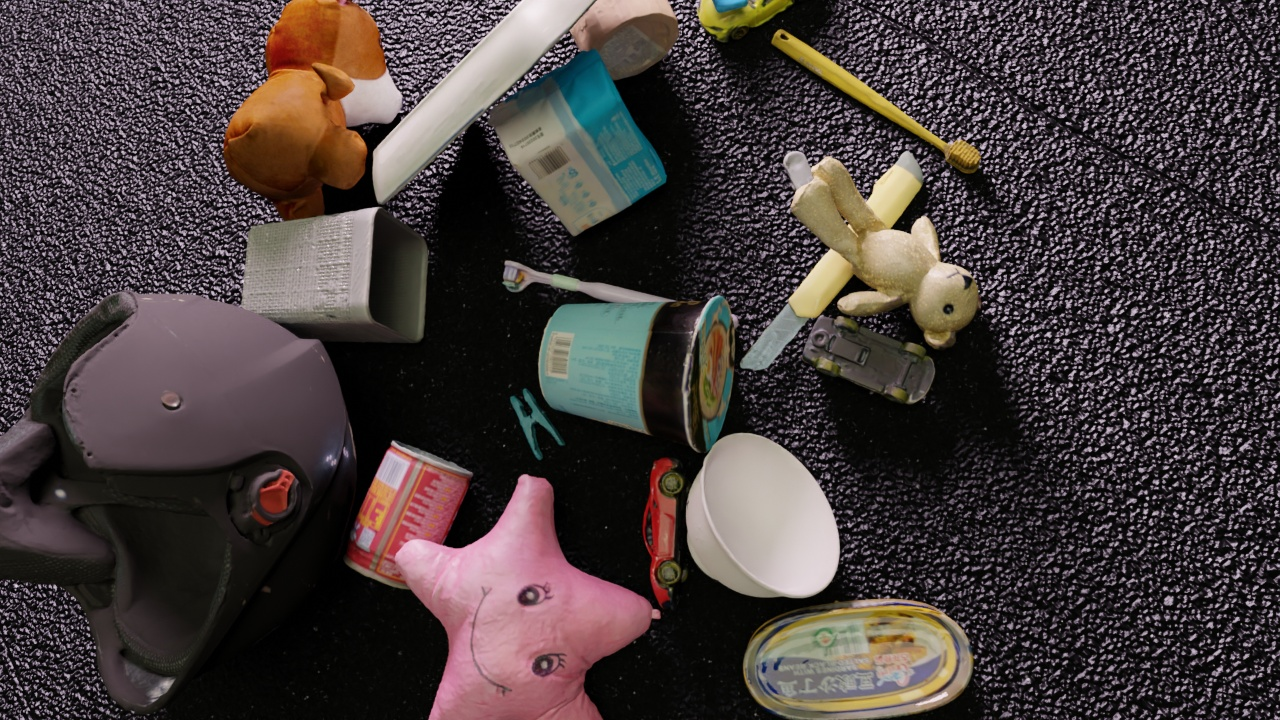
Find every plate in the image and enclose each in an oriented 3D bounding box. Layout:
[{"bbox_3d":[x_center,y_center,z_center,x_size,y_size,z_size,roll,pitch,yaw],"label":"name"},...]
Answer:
[{"bbox_3d":[-0.110,-0.205,0.656,0.267,0.161,0.034,-28,114,39],"label":"plate"}]

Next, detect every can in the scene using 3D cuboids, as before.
[{"bbox_3d":[-0.173,0.115,0.680,0.066,0.066,0.093,21,83,14],"label":"can"},{"bbox_3d":[0.143,0.199,0.611,0.148,0.049,0.074,-8,78,9],"label":"can"}]

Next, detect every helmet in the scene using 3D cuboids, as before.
[{"bbox_3d":[-0.310,0.086,0.631,0.234,0.229,0.274,-25,78,36],"label":"helmet"}]

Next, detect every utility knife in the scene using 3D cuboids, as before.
[{"bbox_3d":[0.144,-0.071,0.681,0.031,0.021,0.207,38,81,13],"label":"utility knife"}]

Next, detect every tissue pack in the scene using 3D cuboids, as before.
[{"bbox_3d":[-0.043,-0.159,0.676,0.090,0.140,0.063,-29,62,8],"label":"tissue pack"}]

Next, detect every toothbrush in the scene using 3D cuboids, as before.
[{"bbox_3d":[0.178,-0.201,0.702,0.190,0.016,0.015,39,87,15],"label":"toothbrush"},{"bbox_3d":[-0.017,-0.048,0.708,0.189,0.029,0.021,13,44,12],"label":"toothbrush"}]

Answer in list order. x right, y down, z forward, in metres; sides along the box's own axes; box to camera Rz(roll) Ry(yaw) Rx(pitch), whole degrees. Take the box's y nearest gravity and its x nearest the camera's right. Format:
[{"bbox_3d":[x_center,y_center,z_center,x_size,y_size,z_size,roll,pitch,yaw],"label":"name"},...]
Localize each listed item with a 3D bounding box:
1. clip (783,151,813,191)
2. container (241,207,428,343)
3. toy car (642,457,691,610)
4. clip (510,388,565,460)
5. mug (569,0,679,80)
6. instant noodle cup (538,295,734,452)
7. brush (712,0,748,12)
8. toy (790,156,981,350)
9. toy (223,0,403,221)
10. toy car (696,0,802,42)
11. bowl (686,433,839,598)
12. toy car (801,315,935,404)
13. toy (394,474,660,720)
[{"bbox_3d":[0.126,-0.132,0.699,0.025,0.033,0.057,-26,82,7],"label":"clip"},{"bbox_3d":[-0.240,-0.062,0.718,0.114,0.090,0.090,-2,78,13],"label":"container"},{"bbox_3d":[0.018,0.123,0.651,0.031,0.049,0.106,-2,79,11],"label":"toy car"},{"bbox_3d":[-0.081,0.048,0.704,0.040,0.014,0.056,-33,74,2],"label":"clip"},{"bbox_3d":[-0.008,-0.298,0.719,0.125,0.084,0.103,-28,76,18],"label":"mug"},{"bbox_3d":[-0.004,0.004,0.658,0.121,0.111,0.111,7,80,21],"label":"instant noodle cup"},{"bbox_3d":[0.044,-0.385,0.743,0.083,0.046,0.254,-13,73,0],"label":"brush"},{"bbox_3d":[0.174,-0.078,0.646,0.157,0.066,0.105,43,63,1],"label":"toy"},{"bbox_3d":[-0.253,-0.215,0.738,0.140,0.130,0.199,-24,58,44],"label":"toy"},{"bbox_3d":[0.093,-0.297,0.731,0.105,0.032,0.048,-30,75,5],"label":"toy car"},{"bbox_3d":[0.071,0.116,0.627,0.065,0.118,0.118,-44,70,40],"label":"bowl"},{"bbox_3d":[0.163,0.000,0.655,0.090,0.035,0.042,22,85,14],"label":"toy car"},{"bbox_3d":[-0.076,0.178,0.643,0.178,0.074,0.194,-7,86,-5],"label":"toy"}]
